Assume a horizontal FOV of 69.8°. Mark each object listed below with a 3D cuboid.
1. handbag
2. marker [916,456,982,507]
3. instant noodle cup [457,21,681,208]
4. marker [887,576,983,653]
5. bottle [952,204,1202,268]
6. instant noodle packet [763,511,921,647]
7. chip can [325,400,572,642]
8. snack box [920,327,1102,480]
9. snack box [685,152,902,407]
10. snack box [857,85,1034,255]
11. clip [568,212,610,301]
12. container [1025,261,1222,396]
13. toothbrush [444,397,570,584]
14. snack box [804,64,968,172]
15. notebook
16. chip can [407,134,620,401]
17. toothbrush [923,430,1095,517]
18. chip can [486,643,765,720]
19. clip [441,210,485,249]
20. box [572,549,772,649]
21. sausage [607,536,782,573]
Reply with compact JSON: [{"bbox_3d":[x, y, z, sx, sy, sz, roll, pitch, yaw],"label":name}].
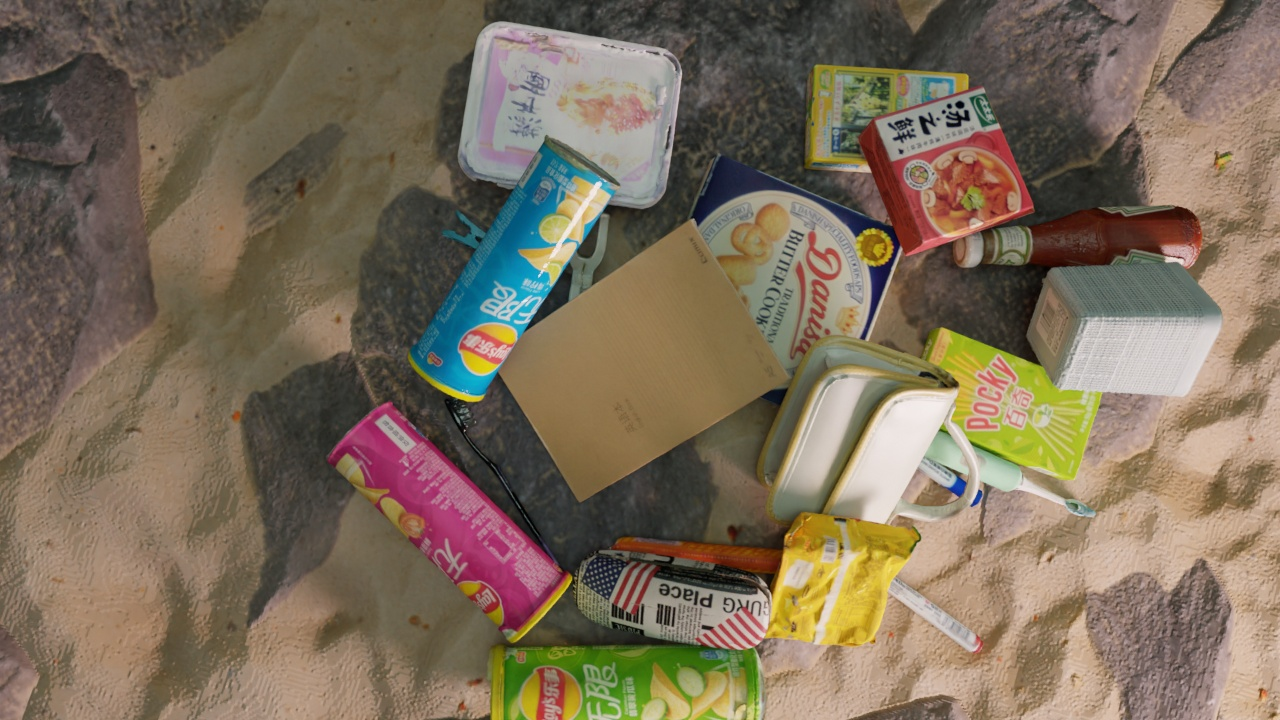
[{"bbox_3d":[0.198,0.077,0.739,0.178,0.063,0.164,14,121,-6],"label":"handbag"},{"bbox_3d":[0.234,0.080,0.799,0.146,0.017,0.017,34,84,-1],"label":"marker"},{"bbox_3d":[-0.058,-0.201,0.780,0.173,0.060,0.138,8,86,-2],"label":"instant noodle cup"},{"bbox_3d":[0.233,0.205,0.790,0.145,0.017,0.017,36,84,-1],"label":"marker"},{"bbox_3d":[0.379,-0.102,0.802,0.206,0.060,0.059,-3,86,-4],"label":"bottle"},{"bbox_3d":[0.156,0.178,0.746,0.110,0.044,0.129,7,124,-6],"label":"instant noodle packet"},{"bbox_3d":[-0.154,0.129,0.744,0.210,0.071,0.071,44,84,1],"label":"chip can"},{"bbox_3d":[0.315,0.038,0.803,0.156,0.026,0.085,22,84,-1],"label":"snack box"},{"bbox_3d":[0.112,-0.059,0.788,0.182,0.046,0.178,22,85,-1],"label":"snack box"},{"bbox_3d":[0.264,-0.162,0.766,0.127,0.044,0.113,-19,82,-8],"label":"snack box"},{"bbox_3d":[-0.048,-0.085,0.770,0.035,0.094,0.102,9,74,-3],"label":"clip"},{"bbox_3d":[0.398,-0.027,0.770,0.111,0.089,0.090,0,128,-2],"label":"container"},{"bbox_3d":[-0.110,0.109,0.777,0.016,0.014,0.189,-34,89,-18],"label":"toothbrush"},{"bbox_3d":[0.217,-0.212,0.812,0.140,0.034,0.087,2,86,-5],"label":"snack box"},{"bbox_3d":[-0.004,0.004,0.755,0.212,0.012,0.149,-32,89,17],"label":"notebook"},{"bbox_3d":[-0.101,-0.070,0.729,0.071,0.071,0.210,35,103,-1],"label":"chip can"},{"bbox_3d":[0.294,0.091,0.791,0.224,0.027,0.026,24,92,-10],"label":"toothbrush"},{"bbox_3d":[-0.011,0.265,0.742,0.221,0.072,0.072,0,86,-3],"label":"chip can"},{"bbox_3d":[-0.142,-0.105,0.790,0.057,0.015,0.049,30,82,0],"label":"clip"},{"bbox_3d":[0.026,0.191,0.750,0.164,0.059,0.072,8,92,12],"label":"box"},{"bbox_3d":[0.054,0.166,0.779,0.165,0.021,0.021,6,85,-3],"label":"sausage"}]
